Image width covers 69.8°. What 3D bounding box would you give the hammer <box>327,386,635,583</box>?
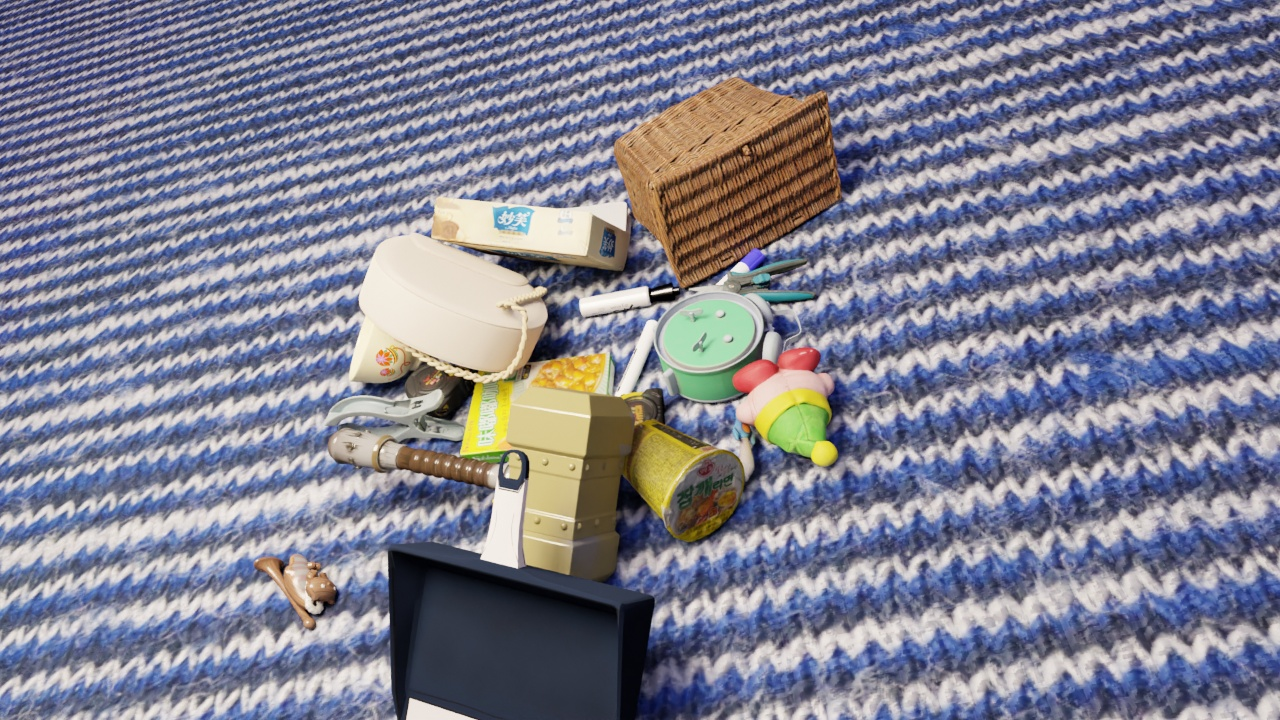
[{"bbox_3d":[-0.182,0.110,0.931,0.325,0.100,0.190,8,90,24],"label":"hammer"}]

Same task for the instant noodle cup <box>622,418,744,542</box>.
[{"bbox_3d":[0.033,0.113,0.920,0.102,0.102,0.108,-39,40,-17],"label":"instant noodle cup"}]

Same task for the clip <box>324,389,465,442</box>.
[{"bbox_3d":[-0.286,0.080,1.085,0.163,0.108,0.027,-7,49,18],"label":"clip"}]

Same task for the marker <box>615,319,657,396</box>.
[{"bbox_3d":[-0.006,0.006,1.075,0.020,0.017,0.133,-27,32,48],"label":"marker"}]

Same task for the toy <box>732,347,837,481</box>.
[{"bbox_3d":[0.149,0.056,0.933,0.124,0.097,0.131,-14,73,-7],"label":"toy"}]

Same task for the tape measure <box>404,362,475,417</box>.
[{"bbox_3d":[-0.246,0.035,1.113,0.072,0.042,0.071,21,60,27],"label":"tape measure"}]

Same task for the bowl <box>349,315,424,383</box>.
[{"bbox_3d":[-0.311,-0.020,1.153,0.074,0.118,0.117,18,43,-22],"label":"bowl"}]

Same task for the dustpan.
[{"bbox_3d":[-0.114,0.215,0.791,0.237,0.080,0.273,8,84,24],"label":"dustpan"}]

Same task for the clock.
[{"bbox_3d":[0.098,-0.024,1.026,0.161,0.075,0.121,-15,47,4],"label":"clock"}]

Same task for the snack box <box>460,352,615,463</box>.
[{"bbox_3d":[-0.116,0.055,1.061,0.168,0.027,0.131,-8,47,12],"label":"snack box"}]

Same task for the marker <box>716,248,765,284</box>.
[{"bbox_3d":[0.100,-0.087,1.121,0.020,0.020,0.141,30,64,36],"label":"marker"}]

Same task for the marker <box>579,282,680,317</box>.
[{"bbox_3d":[-0.013,-0.077,1.145,0.126,0.025,0.025,-10,47,10],"label":"marker"}]

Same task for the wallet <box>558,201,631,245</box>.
[{"bbox_3d":[-0.070,-0.172,1.249,0.116,0.032,0.086,-1,60,15],"label":"wallet"}]

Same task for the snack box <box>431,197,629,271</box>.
[{"bbox_3d":[-0.135,-0.158,1.158,0.207,0.153,0.055,8,92,16],"label":"snack box"}]

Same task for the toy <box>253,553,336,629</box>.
[{"bbox_3d":[-0.362,0.235,0.974,0.102,0.041,0.055,39,92,31],"label":"toy"}]

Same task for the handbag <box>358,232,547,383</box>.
[{"bbox_3d":[-0.215,-0.075,1.082,0.210,0.103,0.208,21,21,-15],"label":"handbag"}]

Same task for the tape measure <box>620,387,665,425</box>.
[{"bbox_3d":[-0.004,0.068,1.006,0.062,0.038,0.067,-5,51,3],"label":"tape measure"}]

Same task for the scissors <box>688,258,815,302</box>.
[{"bbox_3d":[0.141,-0.090,1.100,0.149,0.019,0.122,-41,64,-16],"label":"scissors"}]

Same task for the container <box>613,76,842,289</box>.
[{"bbox_3d":[0.096,-0.244,1.172,0.249,0.162,0.183,-30,43,-11],"label":"container"}]
